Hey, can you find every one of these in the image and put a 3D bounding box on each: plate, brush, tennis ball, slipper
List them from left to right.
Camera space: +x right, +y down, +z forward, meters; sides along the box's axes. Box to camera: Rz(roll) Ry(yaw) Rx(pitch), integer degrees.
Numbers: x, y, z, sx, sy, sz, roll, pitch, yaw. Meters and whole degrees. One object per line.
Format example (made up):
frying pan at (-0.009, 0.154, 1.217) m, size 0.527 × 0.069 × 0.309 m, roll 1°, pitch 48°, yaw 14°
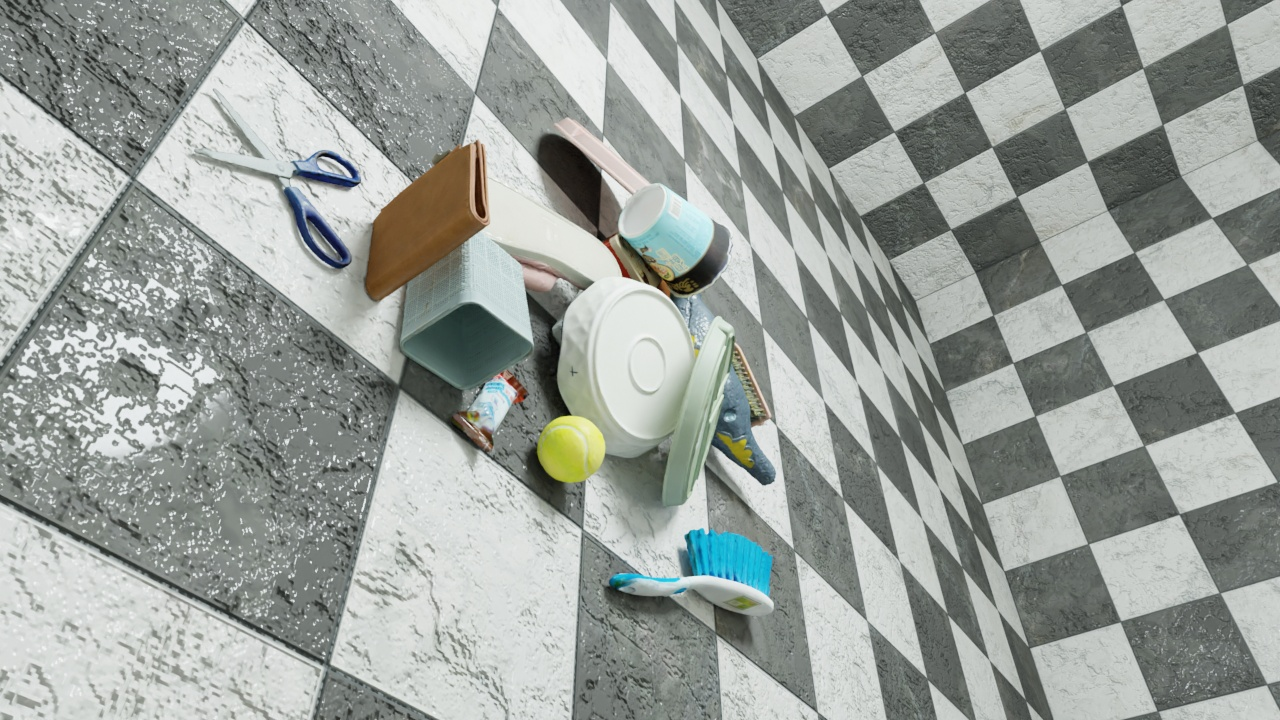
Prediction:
slipper at (-0.128, -0.128, 0.998) m, size 0.274 × 0.055 × 0.114 m, roll 19°, pitch 44°, yaw -44°
tennis ball at (-0.067, 0.086, 0.893) m, size 0.065 × 0.066 × 0.065 m, roll 45°, pitch 30°, yaw -35°
plate at (-0.024, -0.254, 1.254) m, size 0.229 × 0.028 × 0.229 m, roll 41°, pitch 7°, yaw -6°
plate at (-0.006, 0.006, 1.023) m, size 0.204 × 0.046 × 0.204 m, roll 9°, pitch 79°, yaw -48°
brush at (0.064, 0.237, 1.029) m, size 0.314 × 0.061 × 0.109 m, roll 34°, pitch 40°, yaw -43°
plate at (0.071, 0.062, 1.064) m, size 0.230 × 0.027 × 0.230 m, roll 16°, pitch 89°, yaw -80°
brush at (0.142, 0.033, 1.377) m, size 0.073 × 0.063 × 0.145 m, roll 5°, pitch 60°, yaw -58°

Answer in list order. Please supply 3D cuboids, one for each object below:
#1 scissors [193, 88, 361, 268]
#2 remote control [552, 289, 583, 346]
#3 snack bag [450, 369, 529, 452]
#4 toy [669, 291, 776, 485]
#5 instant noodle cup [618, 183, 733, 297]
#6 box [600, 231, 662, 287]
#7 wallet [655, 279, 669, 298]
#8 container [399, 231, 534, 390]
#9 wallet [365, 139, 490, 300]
scissors at (-0.287, -0.149, 0.756) m, size 0.162 × 0.012 × 0.175 m, roll 64°, pitch 25°, yaw 2°
remote control at (-0.070, -0.043, 1.071) m, size 0.049 × 0.024 × 0.124 m, roll 57°, pitch 26°, yaw -15°
snack bag at (-0.137, 0.042, 0.846) m, size 0.048 × 0.026 × 0.104 m, roll 46°, pitch 27°, yaw -9°
toy at (0.092, 0.013, 1.242) m, size 0.137 × 0.092 × 0.356 m, roll -16°, pitch 87°, yaw -54°
instant noodle cup at (0.037, -0.155, 1.142) m, size 0.120 × 0.111 × 0.111 m, roll 34°, pitch 36°, yaw -38°
box at (-0.025, -0.118, 1.193) m, size 0.091 × 0.077 × 0.168 m, roll 58°, pitch 18°, yaw -9°
wallet at (0.047, -0.078, 1.337) m, size 0.101 × 0.032 × 0.124 m, roll 61°, pitch 25°, yaw -11°
container at (-0.156, -0.052, 0.829) m, size 0.090 × 0.090 × 0.111 m, roll 40°, pitch 30°, yaw -42°
wallet at (-0.184, -0.122, 0.790) m, size 0.031 × 0.132 × 0.107 m, roll 35°, pitch 34°, yaw -42°
